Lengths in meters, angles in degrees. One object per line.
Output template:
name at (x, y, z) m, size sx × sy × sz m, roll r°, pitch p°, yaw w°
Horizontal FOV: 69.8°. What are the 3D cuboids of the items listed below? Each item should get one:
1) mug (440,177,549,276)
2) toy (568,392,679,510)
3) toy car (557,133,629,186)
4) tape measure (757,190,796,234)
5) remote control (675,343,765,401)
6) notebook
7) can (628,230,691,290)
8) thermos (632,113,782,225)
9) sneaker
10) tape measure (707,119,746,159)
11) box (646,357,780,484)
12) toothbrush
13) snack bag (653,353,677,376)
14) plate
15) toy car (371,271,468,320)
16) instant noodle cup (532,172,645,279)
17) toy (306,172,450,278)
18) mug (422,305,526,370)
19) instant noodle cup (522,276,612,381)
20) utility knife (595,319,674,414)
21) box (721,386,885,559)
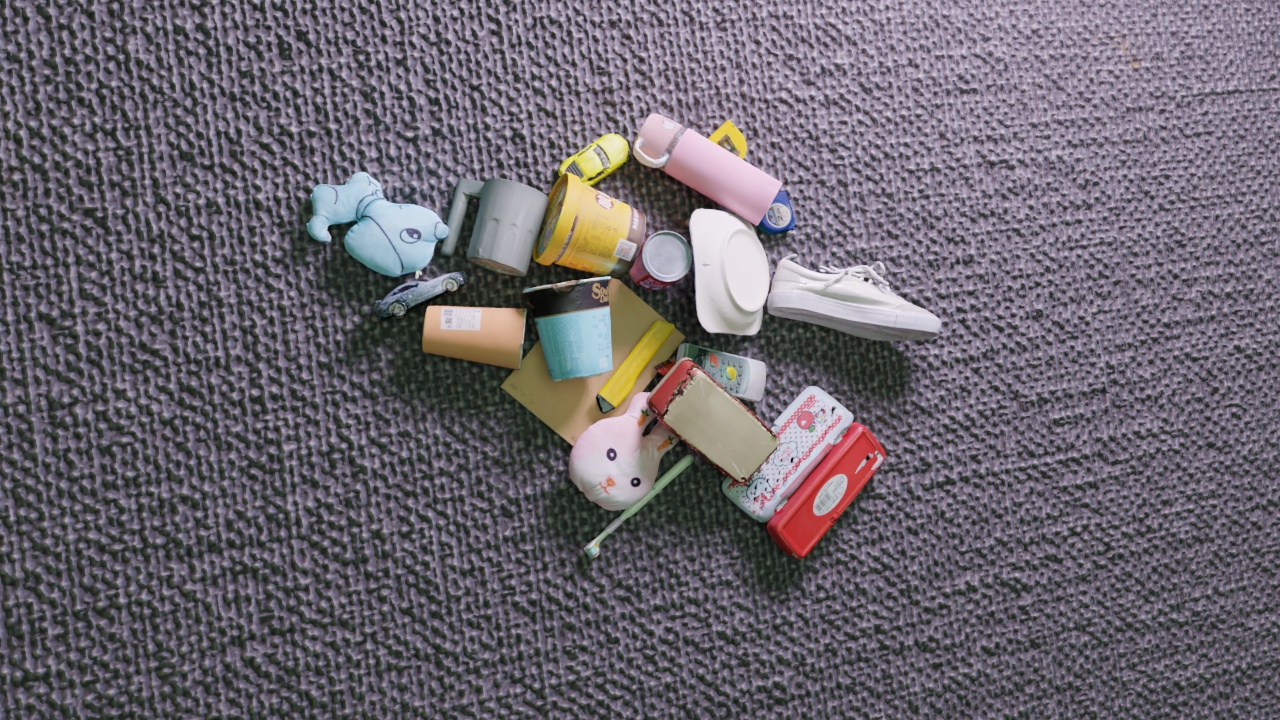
mug at (-0.187, -0.170, 1.160) m, size 0.124 × 0.083 × 0.103 m, roll 12°, pitch 84°, yaw 15°
toy at (-0.018, 0.116, 1.183) m, size 0.159 × 0.054 × 0.121 m, roll -48°, pitch 111°, yaw -19°
toy car at (-0.060, -0.263, 1.212) m, size 0.105 × 0.032 × 0.048 m, roll -36°, pitch 94°, yaw -14°
tape measure at (0.184, -0.202, 1.268) m, size 0.054 × 0.025 × 0.058 m, roll -17°, pitch 86°, yaw -11°
remote control at (0.108, 0.017, 1.221) m, size 0.135 × 0.019 × 0.056 m, roll 14°, pitch 79°, yaw -26°
notebook at (-0.060, 0.002, 1.206) m, size 0.149 × 0.012 × 0.211 m, roll 40°, pitch 78°, yaw -7°
can at (0.023, -0.127, 1.190) m, size 0.066 × 0.094 × 0.066 m, roll 1°, pitch 86°, yaw -14°
thermos at (0.084, -0.250, 1.211) m, size 0.198 × 0.067 × 0.087 m, roll 30°, pitch 47°, yaw -2°
sneaker at (0.296, -0.088, 1.260) m, size 0.242 × 0.089 × 0.090 m, roll 12°, pitch 79°, yaw -6°
tape measure at (0.117, -0.292, 1.256) m, size 0.060 × 0.029 × 0.057 m, roll -44°, pitch 97°, yaw -12°
box at (0.098, 0.080, 1.172) m, size 0.168 × 0.077 × 0.091 m, roll 40°, pitch 93°, yaw -27°
toothbrush at (0.001, 0.189, 1.204) m, size 0.189 × 0.029 × 0.020 m, roll -42°, pitch 55°, yaw -14°
snack bag at (0.057, 0.044, 1.219) m, size 0.048 × 0.026 × 0.104 m, roll -28°, pitch 99°, yaw -17°
plate at (0.126, -0.116, 1.198) m, size 0.163 × 0.034 × 0.164 m, roll -1°, pitch 86°, yaw -51°
toy car at (-0.273, -0.083, 1.140) m, size 0.120 × 0.054 × 0.037 m, roll -24°, pitch 94°, yaw -14°
instant noodle cup at (-0.063, -0.163, 1.166) m, size 0.114 × 0.119 × 0.118 m, roll 18°, pitch 82°, yaw -19°
toy at (-0.323, -0.163, 1.136) m, size 0.161 × 0.050 × 0.156 m, roll -21°, pitch 84°, yaw -15°
mug at (-0.206, -0.033, 1.143) m, size 0.122 × 0.078 × 0.078 m, roll 6°, pitch 85°, yaw -9°
instant noodle cup at (-0.084, -0.038, 1.149) m, size 0.111 × 0.111 × 0.120 m, roll -9°, pitch 94°, yaw -14°
utility knife at (-0.007, 0.007, 1.203) m, size 0.033 × 0.015 × 0.153 m, roll 41°, pitch 77°, yaw -13°
box at (0.225, 0.150, 1.240) m, size 0.160 × 0.065 × 0.201 m, roll 44°, pitch 77°, yaw -3°
